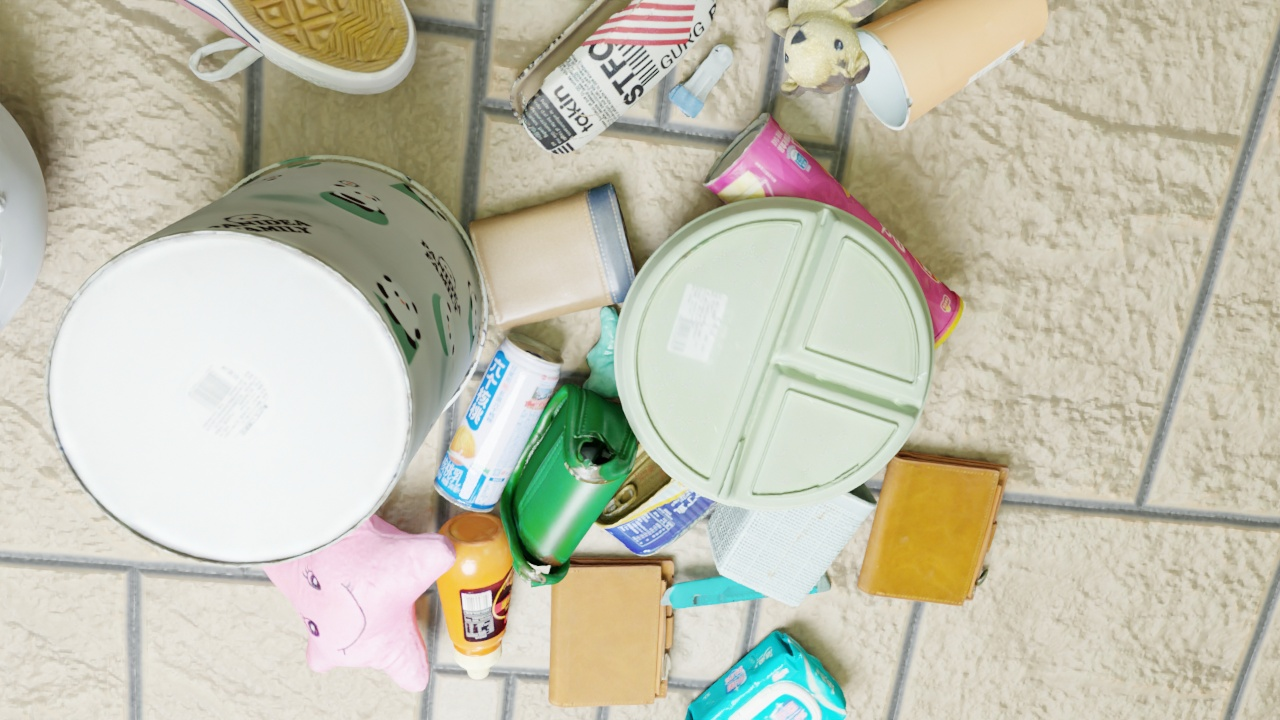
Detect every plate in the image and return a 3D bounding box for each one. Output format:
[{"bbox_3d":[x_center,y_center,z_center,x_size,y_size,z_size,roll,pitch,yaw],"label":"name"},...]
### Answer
[{"bbox_3d":[0.095,0.001,0.650,0.230,0.027,0.230,0,100,2],"label":"plate"}]

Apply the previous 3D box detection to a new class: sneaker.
[{"bbox_3d":[-0.246,-0.237,0.604,0.241,0.088,0.118,28,79,8],"label":"sneaker"}]

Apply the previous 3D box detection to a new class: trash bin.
[{"bbox_3d":[-0.219,-0.008,0.586,0.229,0.251,0.230,-2,106,-6],"label":"trash bin"}]

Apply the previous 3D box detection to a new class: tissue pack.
[{"bbox_3d":[0.110,0.312,0.813,0.133,0.050,0.093,-43,106,8],"label":"tissue pack"}]

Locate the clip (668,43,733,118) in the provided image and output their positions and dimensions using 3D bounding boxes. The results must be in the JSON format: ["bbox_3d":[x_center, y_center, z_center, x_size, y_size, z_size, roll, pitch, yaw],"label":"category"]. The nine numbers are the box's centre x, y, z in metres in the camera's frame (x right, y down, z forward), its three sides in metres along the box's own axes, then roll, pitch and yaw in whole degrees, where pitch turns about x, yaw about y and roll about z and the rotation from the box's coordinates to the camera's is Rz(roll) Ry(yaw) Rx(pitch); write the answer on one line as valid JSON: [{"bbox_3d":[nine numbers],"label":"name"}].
[{"bbox_3d":[0.046,-0.207,0.675,0.026,0.038,0.058,37,101,-12],"label":"clip"}]

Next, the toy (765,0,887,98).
[{"bbox_3d":[0.122,-0.260,0.625,0.105,0.066,0.157,-5,85,39],"label":"toy"}]

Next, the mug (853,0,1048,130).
[{"bbox_3d":[0.221,-0.228,0.656,0.123,0.078,0.078,-29,107,-1],"label":"mug"}]

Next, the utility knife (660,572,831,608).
[{"bbox_3d":[0.093,0.195,0.785,0.157,0.013,0.029,-3,101,-15],"label":"utility knife"}]

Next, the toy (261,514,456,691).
[{"bbox_3d":[-0.237,0.182,0.731,0.178,0.074,0.195,24,116,11],"label":"toy"}]

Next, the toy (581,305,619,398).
[{"bbox_3d":[-0.004,0.004,0.717,0.092,0.030,0.096,-3,96,16],"label":"toy"}]

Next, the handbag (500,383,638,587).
[{"bbox_3d":[-0.056,0.091,0.695,0.068,0.120,0.131,27,112,-13],"label":"handbag"}]

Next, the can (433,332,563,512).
[{"bbox_3d":[-0.110,0.048,0.715,0.053,0.053,0.135,25,102,-12],"label":"can"}]

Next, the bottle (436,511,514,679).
[{"bbox_3d":[-0.135,0.200,0.755,0.066,0.066,0.150,0,113,-5],"label":"bottle"}]

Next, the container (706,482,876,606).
[{"bbox_3d":[0.114,0.125,0.741,0.090,0.090,0.111,27,105,-12],"label":"container"}]

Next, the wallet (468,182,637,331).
[{"bbox_3d":[-0.063,-0.077,0.695,0.115,0.033,0.090,-15,104,0],"label":"wallet"}]

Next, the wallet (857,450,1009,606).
[{"bbox_3d":[0.258,0.146,0.786,0.119,0.035,0.131,7,107,-7],"label":"wallet"}]

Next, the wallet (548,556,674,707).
[{"bbox_3d":[-0.024,0.232,0.787,0.108,0.031,0.132,0,103,-7],"label":"wallet"}]

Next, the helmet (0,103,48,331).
[{"bbox_3d":[-0.498,-0.094,0.592,0.229,0.145,0.259,28,110,-11],"label":"helmet"}]

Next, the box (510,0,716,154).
[{"bbox_3d":[-0.023,-0.219,0.654,0.163,0.082,0.075,-44,139,7],"label":"box"}]

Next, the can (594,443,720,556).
[{"bbox_3d":[0.030,0.089,0.727,0.148,0.074,0.049,-43,116,7],"label":"can"}]

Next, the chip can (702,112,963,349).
[{"bbox_3d":[0.146,-0.088,0.689,0.210,0.071,0.071,40,99,-14],"label":"chip can"}]
